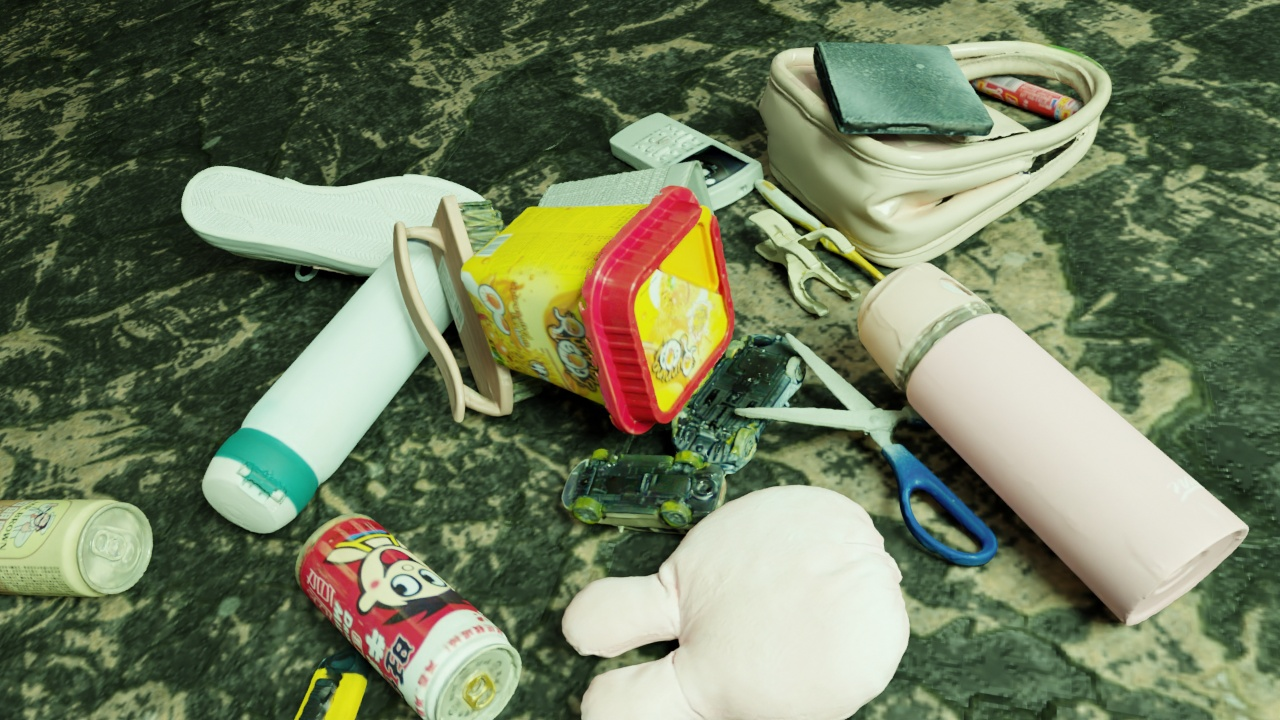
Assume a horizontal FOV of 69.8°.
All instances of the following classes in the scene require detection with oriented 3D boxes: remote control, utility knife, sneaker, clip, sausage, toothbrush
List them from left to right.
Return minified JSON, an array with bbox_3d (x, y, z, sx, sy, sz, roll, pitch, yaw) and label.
[{"bbox_3d":[-0.168,0.206,0.436,0.033,0.015,0.153,-3,44,19],"label":"utility knife"},{"bbox_3d":[-0.235,-0.101,0.747,0.242,0.091,0.089,5,74,-2],"label":"sneaker"},{"bbox_3d":[0.035,-0.168,0.760,0.058,0.021,0.150,-34,44,-17],"label":"remote control"},{"bbox_3d":[0.105,-0.081,0.610,0.034,0.084,0.104,-25,54,-9],"label":"clip"},{"bbox_3d":[0.128,-0.084,0.646,0.018,0.016,0.191,-33,44,-5],"label":"toothbrush"},{"bbox_3d":[0.293,-0.214,0.725,0.020,0.020,0.156,-31,44,-15],"label":"sausage"}]

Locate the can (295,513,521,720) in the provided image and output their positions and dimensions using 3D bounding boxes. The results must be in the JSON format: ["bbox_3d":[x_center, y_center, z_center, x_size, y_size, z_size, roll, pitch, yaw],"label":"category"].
[{"bbox_3d":[-0.121,0.132,0.471,0.133,0.053,0.053,27,58,38],"label":"can"}]

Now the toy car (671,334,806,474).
[{"bbox_3d":[0.060,0.025,0.541,0.049,0.031,0.105,19,51,29],"label":"toy car"}]

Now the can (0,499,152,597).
[{"bbox_3d":[-0.369,0.115,0.567,0.116,0.058,0.058,-2,44,16],"label":"can"}]

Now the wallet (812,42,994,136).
[{"bbox_3d":[0.171,-0.182,0.611,0.097,0.019,0.120,0,42,-1],"label":"wallet"}]

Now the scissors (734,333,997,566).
[{"bbox_3d":[0.140,0.039,0.495,0.162,0.012,0.175,-13,50,-7],"label":"scissors"}]

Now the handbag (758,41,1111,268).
[{"bbox_3d":[0.223,-0.176,0.666,0.234,0.093,0.193,-19,43,-9],"label":"handbag"}]

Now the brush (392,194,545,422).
[{"bbox_3d":[-0.113,-0.031,0.603,0.073,0.063,0.145,-13,76,-27],"label":"brush"}]

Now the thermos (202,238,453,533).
[{"bbox_3d":[-0.199,0.014,0.615,0.073,0.073,0.223,9,49,26],"label":"thermos"}]

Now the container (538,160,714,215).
[{"bbox_3d":[-0.013,-0.074,0.628,0.114,0.090,0.090,-2,44,20],"label":"container"}]

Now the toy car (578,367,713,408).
[{"bbox_3d":[-0.003,0.003,0.585,0.105,0.032,0.048,14,50,28],"label":"toy car"}]

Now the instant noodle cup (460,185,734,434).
[{"bbox_3d":[-0.026,-0.035,0.531,0.124,0.116,0.115,12,45,31],"label":"instant noodle cup"}]

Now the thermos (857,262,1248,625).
[{"bbox_3d":[0.193,0.030,0.454,0.087,0.067,0.198,2,38,-38],"label":"thermos"}]

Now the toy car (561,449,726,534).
[{"bbox_3d":[0.001,0.075,0.505,0.090,0.035,0.042,1,44,19],"label":"toy car"}]

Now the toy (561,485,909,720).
[{"bbox_3d":[0.043,0.120,0.430,0.159,0.054,0.121,-19,44,1],"label":"toy"}]
